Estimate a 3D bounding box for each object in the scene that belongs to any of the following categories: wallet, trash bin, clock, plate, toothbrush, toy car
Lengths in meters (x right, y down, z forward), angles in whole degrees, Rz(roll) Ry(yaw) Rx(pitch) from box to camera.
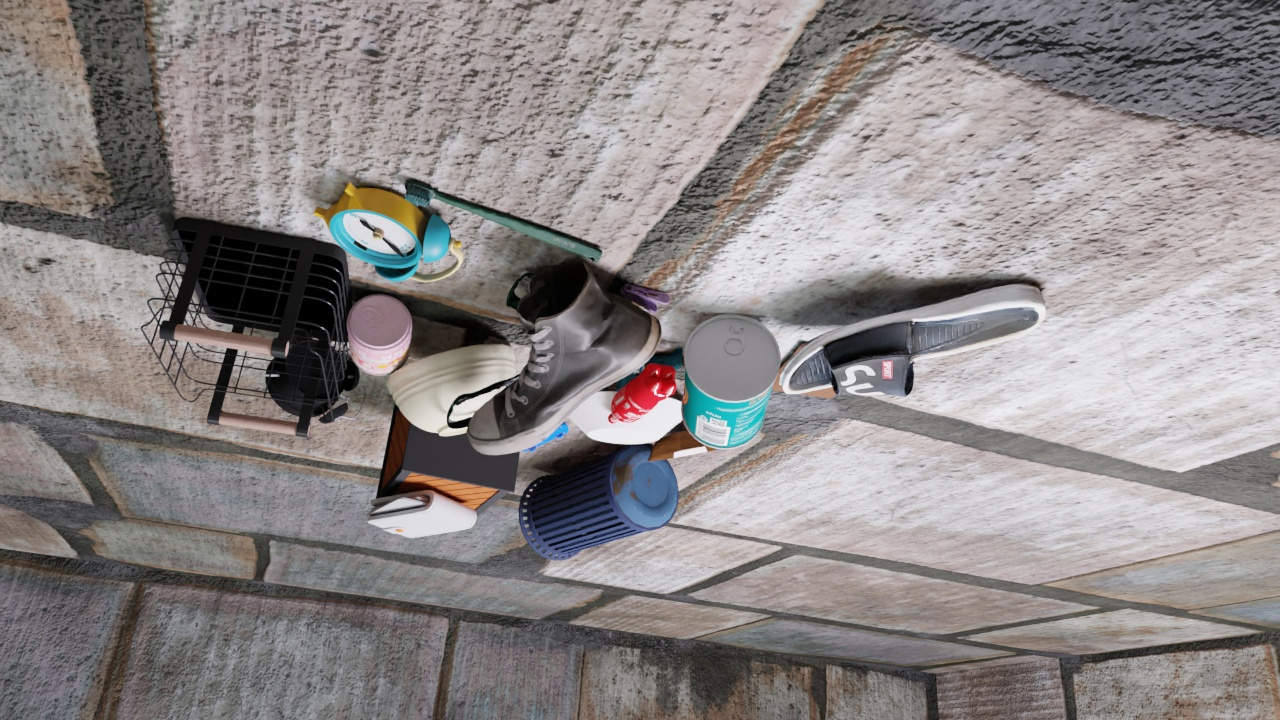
[{"bbox_3d":[-0.292,0.193,1.174,0.119,0.037,0.115,-13,150,26],"label":"wallet"},{"bbox_3d":[-0.249,0.113,1.205,0.139,0.139,0.172,15,153,-21],"label":"trash bin"},{"bbox_3d":[-0.226,-0.113,0.838,0.099,0.043,0.129,-20,138,42],"label":"clock"},{"bbox_3d":[0.072,0.111,1.241,0.131,0.025,0.131,-11,170,-2],"label":"plate"},{"bbox_3d":[-0.386,0.026,1.103,0.120,0.091,0.043,35,133,-26],"label":"clock"},{"bbox_3d":[-0.121,-0.122,0.826,0.189,0.017,0.016,17,152,-25],"label":"toothbrush"},{"bbox_3d":[-0.062,0.216,1.401,0.139,0.139,0.250,22,149,-33],"label":"trash bin"},{"bbox_3d":[-0.155,0.092,1.299,0.092,0.062,0.033,-26,153,-5],"label":"toy car"},{"bbox_3d":[-0.021,0.081,1.190,0.174,0.036,0.174,2,163,1],"label":"plate"},{"bbox_3d":[0.206,0.015,1.065,0.087,0.013,0.121,9,155,-9],"label":"wallet"}]

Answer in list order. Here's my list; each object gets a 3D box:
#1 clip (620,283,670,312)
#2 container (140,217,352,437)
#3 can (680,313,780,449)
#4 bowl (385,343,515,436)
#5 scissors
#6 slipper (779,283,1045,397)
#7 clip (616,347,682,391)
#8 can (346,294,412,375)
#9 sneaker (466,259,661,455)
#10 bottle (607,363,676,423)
[{"bbox_3d":[0.004,-0.065,0.931,0.050,0.013,0.029,22,150,-26],"label":"clip"},{"bbox_3d":[-0.394,-0.025,0.945,0.162,0.130,0.242,10,155,-10],"label":"container"},{"bbox_3d":[0.096,0.027,1.008,0.099,0.099,0.144,3,155,3],"label":"can"},{"bbox_3d":[-0.209,0.042,1.058,0.150,0.075,0.151,-17,168,-4],"label":"bowl"},{"bbox_3d":[-0.135,0.001,0.982,0.205,0.015,0.202,-35,143,-5],"label":"scissors"},{"bbox_3d":[0.267,-0.004,0.905,0.264,0.063,0.111,-18,152,11],"label":"slipper"},{"bbox_3d":[0.010,0.009,1.077,0.120,0.030,0.131,8,155,-17],"label":"clip"},{"bbox_3d":[-0.283,-0.027,0.997,0.067,0.067,0.076,10,155,-11],"label":"can"},{"bbox_3d":[-0.105,0.000,0.922,0.235,0.095,0.120,-33,130,19],"label":"sneaker"},{"bbox_3d":[-0.003,0.044,1.068,0.042,0.041,0.142,15,150,-22],"label":"bottle"}]
